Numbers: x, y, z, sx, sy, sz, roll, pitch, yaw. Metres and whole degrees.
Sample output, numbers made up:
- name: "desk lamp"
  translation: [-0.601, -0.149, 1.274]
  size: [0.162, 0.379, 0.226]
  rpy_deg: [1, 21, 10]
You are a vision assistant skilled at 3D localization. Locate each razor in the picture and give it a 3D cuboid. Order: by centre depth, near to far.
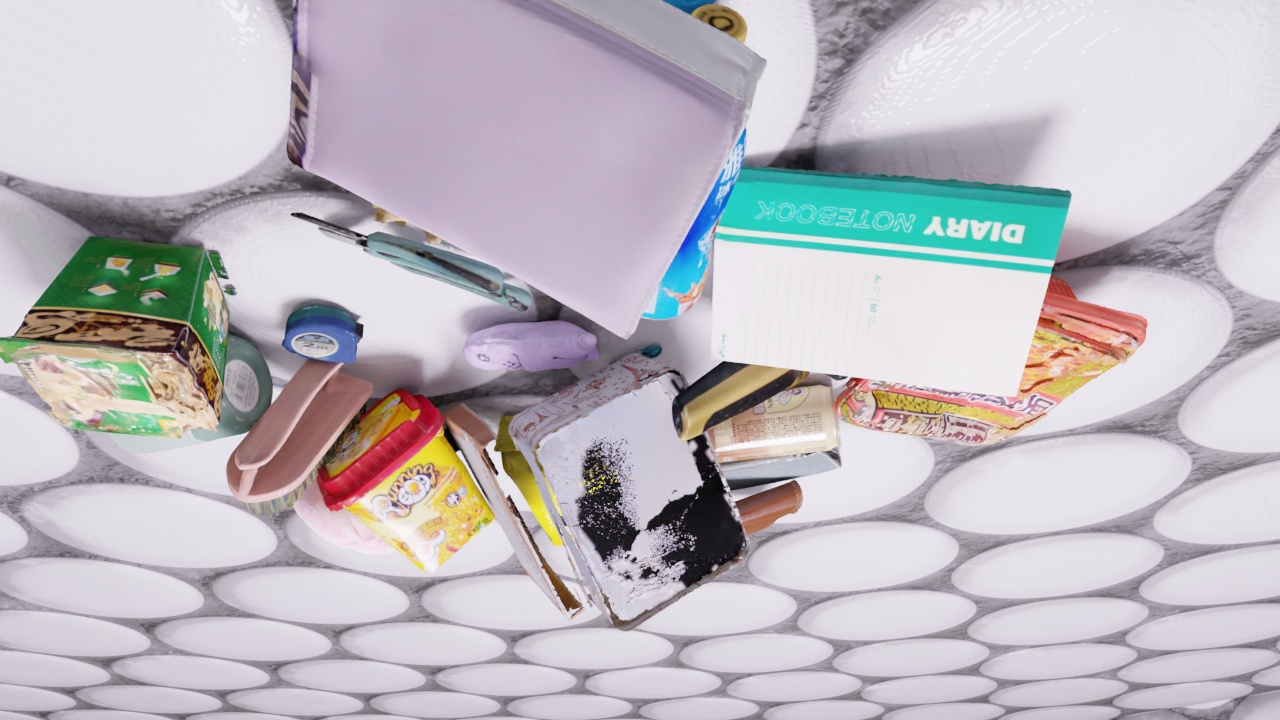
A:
- name: "razor"
  translation: [0.092, 0.011, 0.678]
  size: [0.167, 0.067, 0.062]
  rpy_deg: [-28, 153, -24]

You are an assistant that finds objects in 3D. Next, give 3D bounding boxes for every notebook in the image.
- name: "notebook"
  translation: [0.150, -0.050, 0.594]
  size: [0.209, 0.012, 0.151]
  rpy_deg: [7, 127, 12]

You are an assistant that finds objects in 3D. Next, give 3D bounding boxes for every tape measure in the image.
- name: "tape measure"
  translation: [-0.246, -0.021, 0.710]
  size: [0.058, 0.025, 0.055]
  rpy_deg: [8, 146, -21]

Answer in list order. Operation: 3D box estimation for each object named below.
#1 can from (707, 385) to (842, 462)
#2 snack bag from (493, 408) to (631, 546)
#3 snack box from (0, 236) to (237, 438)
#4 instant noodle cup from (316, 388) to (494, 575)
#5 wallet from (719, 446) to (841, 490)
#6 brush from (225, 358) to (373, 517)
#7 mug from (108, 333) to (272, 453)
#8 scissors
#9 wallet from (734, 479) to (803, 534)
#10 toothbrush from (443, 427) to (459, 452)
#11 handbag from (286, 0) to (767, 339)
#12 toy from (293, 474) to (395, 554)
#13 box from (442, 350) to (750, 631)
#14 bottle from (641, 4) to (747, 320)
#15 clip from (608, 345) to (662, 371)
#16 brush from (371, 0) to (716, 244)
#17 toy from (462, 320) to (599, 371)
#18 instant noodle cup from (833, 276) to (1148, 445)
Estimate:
- name: "can"
  translation: [0.116, 0.056, 0.812]
  size: [0.116, 0.058, 0.058]
  rpy_deg: [-7, 148, 11]
- name: "snack bag"
  translation: [-0.042, 0.125, 0.914]
  size: [0.158, 0.068, 0.247]
  rpy_deg: [-5, 149, 7]
- name: "snack box"
  translation: [-0.349, -0.019, 0.636]
  size: [0.117, 0.105, 0.118]
  rpy_deg: [6, 147, -7]
- name: "instant noodle cup"
  translation: [-0.197, 0.106, 0.785]
  size: [0.124, 0.116, 0.116]
  rpy_deg: [55, 166, -24]
- name: "wallet"
  translation: [0.122, 0.096, 0.899]
  size: [0.130, 0.037, 0.106]
  rpy_deg: [-14, 157, 21]
- name: "brush"
  translation: [-0.270, 0.054, 0.716]
  size: [0.063, 0.145, 0.073]
  rpy_deg: [17, 129, 5]
- name: "mug"
  translation: [-0.361, 0.013, 0.723]
  size: [0.106, 0.082, 0.112]
  rpy_deg: [-11, 116, 16]
- name: "scissors"
  translation: [-0.132, -0.060, 0.606]
  size: [0.170, 0.019, 0.181]
  rpy_deg: [17, 178, 33]
- name: "wallet"
  translation: [0.101, 0.161, 0.938]
  size: [0.101, 0.032, 0.125]
  rpy_deg: [-13, 162, -18]
- name: "toothbrush"
  translation: [-0.235, 0.101, 0.912]
  size: [0.213, 0.027, 0.026]
  rpy_deg: [-25, 97, 36]
- name: "handbag"
  translation: [-0.058, -0.116, 0.437]
  size: [0.197, 0.098, 0.145]
  rpy_deg: [26, 127, -4]
- name: "toy"
  translation: [-0.286, 0.127, 0.867]
  size: [0.121, 0.159, 0.054]
  rpy_deg: [35, 89, -46]
- name: "box"
  translation: [-0.037, 0.097, 0.756]
  size: [0.157, 0.181, 0.198]
  rpy_deg: [-30, -163, -18]
- name: "bottle"
  translation: [0.023, -0.108, 0.539]
  size: [0.065, 0.065, 0.219]
  rpy_deg: [3, 147, -7]
- name: "clip"
  translation: [-0.005, 0.005, 0.763]
  size: [0.057, 0.045, 0.014]
  rpy_deg: [-21, 146, 34]
- name: "brush"
  translation: [-0.060, -0.141, 0.506]
  size: [0.255, 0.045, 0.083]
  rpy_deg: [-26, 139, 28]
- name: "toy"
  translation: [-0.085, -0.010, 0.721]
  size: [0.108, 0.039, 0.084]
  rpy_deg: [-4, 170, 1]
- name: "instant noodle cup"
  translation: [0.251, -0.010, 0.688]
  size: [0.164, 0.079, 0.189]
  rpy_deg: [11, 146, -17]
